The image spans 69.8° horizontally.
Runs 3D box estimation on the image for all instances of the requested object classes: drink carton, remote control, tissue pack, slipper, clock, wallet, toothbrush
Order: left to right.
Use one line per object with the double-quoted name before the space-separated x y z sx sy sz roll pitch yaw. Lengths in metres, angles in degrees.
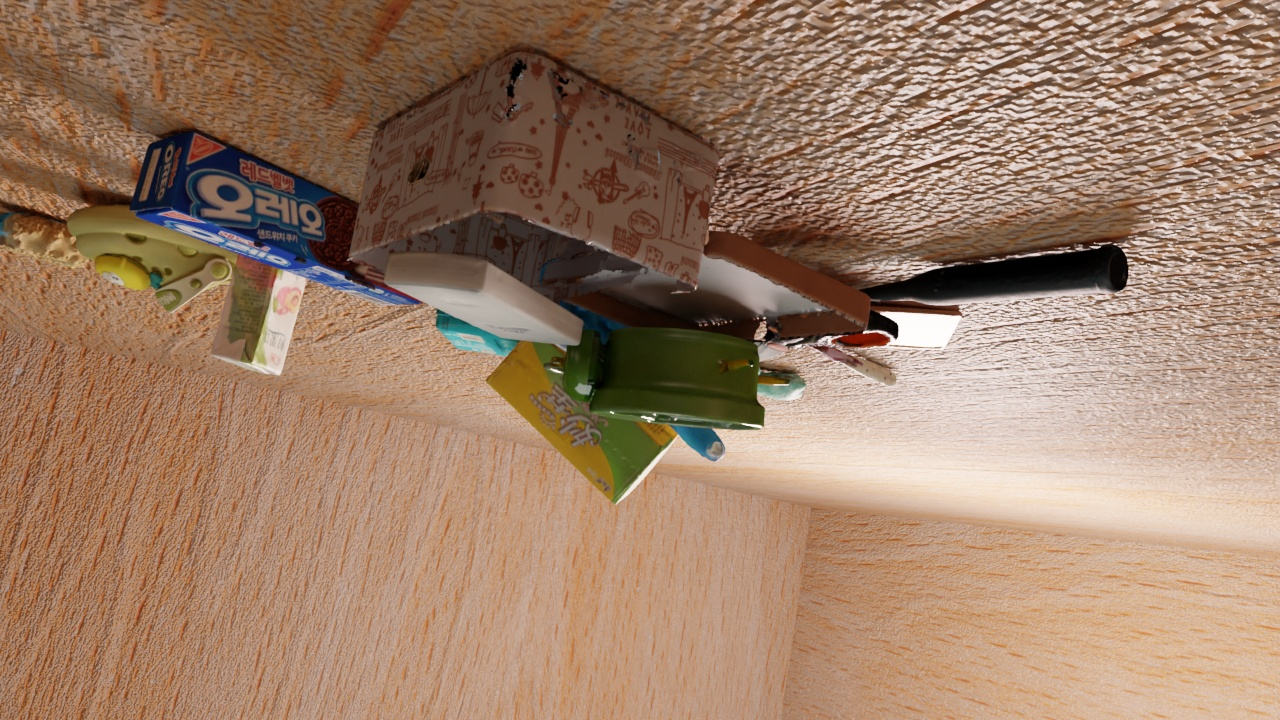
"slipper" -0.411 -0.084 0.827 0.190 0.081 0.092 14 167 -31
"drink carton" -0.320 -0.053 0.777 0.045 0.122 0.053 11 171 8
"remote control" -0.080 -0.032 0.496 0.056 0.019 0.135 6 171 19
"tissue pack" -0.140 -0.036 0.889 0.093 0.050 0.133 9 170 -1
"clock" 0.011 0.013 0.619 0.161 0.056 0.116 3 172 24
"toothbrush" 0.180 -0.003 0.848 0.187 0.016 0.017 19 175 -39
"wallet" 0.180 -0.029 0.704 0.115 0.020 0.101 5 168 11
"toothbrush" 0.190 -0.047 0.574 0.027 0.026 0.213 8 174 -38

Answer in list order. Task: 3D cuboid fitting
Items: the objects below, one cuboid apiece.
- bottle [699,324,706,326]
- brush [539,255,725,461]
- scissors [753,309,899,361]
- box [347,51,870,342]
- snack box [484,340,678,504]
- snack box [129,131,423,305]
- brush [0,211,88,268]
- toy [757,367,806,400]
"bottle" 0.038 -0.006 0.847 0.068 0.068 0.197 8 165 11
"brush" -0.004 0.004 0.756 0.314 0.060 0.110 40 164 -27
"scissors" 0.128 -0.010 0.720 0.148 0.021 0.235 13 168 13
"box" -0.012 -0.063 0.528 0.259 0.082 0.177 18 167 -36
"snack box" -0.043 0.044 0.869 0.157 0.070 0.210 43 -175 5
"snack box" -0.247 -0.094 0.662 0.057 0.058 0.207 2 167 39
"brush" -0.631 -0.144 0.849 0.083 0.045 0.254 9 167 33
"toy" 0.135 0.023 1.000 0.092 0.030 0.096 8 164 1
